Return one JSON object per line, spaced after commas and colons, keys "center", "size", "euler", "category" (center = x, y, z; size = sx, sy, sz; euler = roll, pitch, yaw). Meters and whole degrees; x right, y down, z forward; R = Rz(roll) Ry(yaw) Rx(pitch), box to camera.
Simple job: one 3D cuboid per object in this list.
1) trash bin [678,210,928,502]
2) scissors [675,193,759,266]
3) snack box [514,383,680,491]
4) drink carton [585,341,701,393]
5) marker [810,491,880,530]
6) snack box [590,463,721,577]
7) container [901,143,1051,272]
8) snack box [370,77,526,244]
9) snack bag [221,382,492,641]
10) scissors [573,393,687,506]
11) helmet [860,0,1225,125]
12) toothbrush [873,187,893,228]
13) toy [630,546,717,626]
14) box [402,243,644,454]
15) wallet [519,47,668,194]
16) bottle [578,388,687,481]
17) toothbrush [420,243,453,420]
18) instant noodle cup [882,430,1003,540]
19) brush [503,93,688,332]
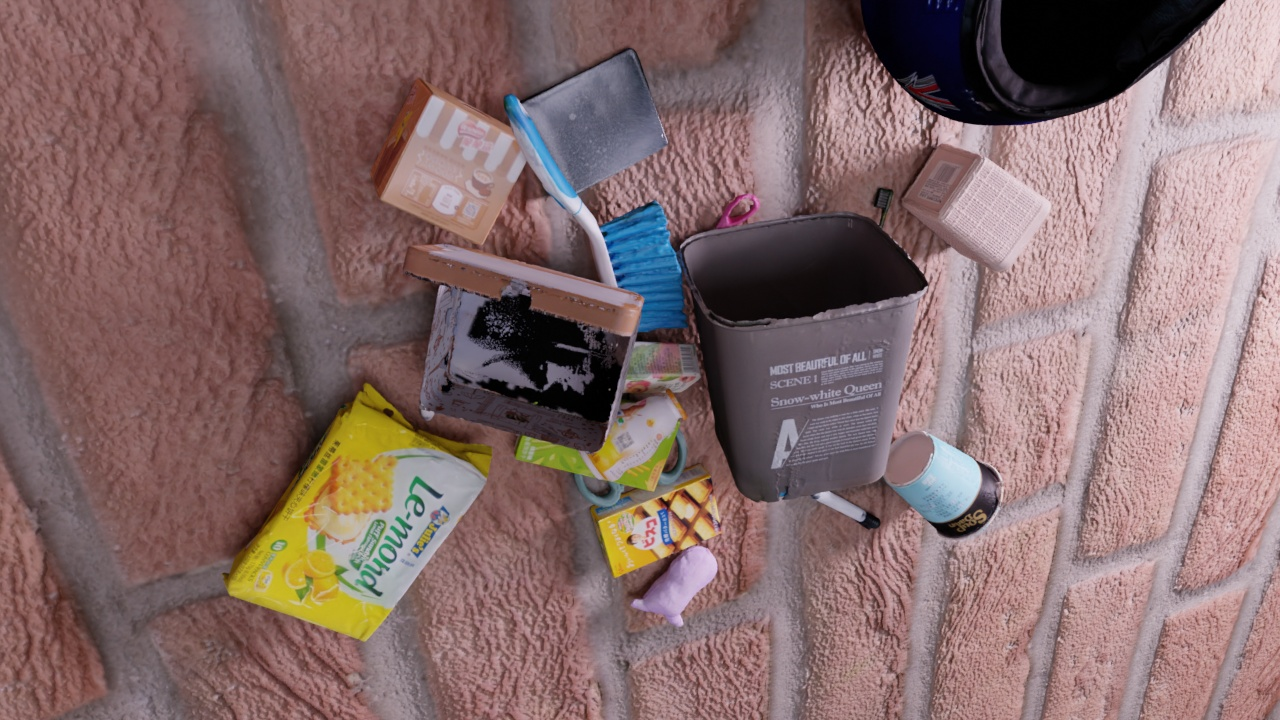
{"center": [0.151, 0.000, 0.885], "size": [0.199, 0.198, 0.220], "euler": [-9, 122, -4], "category": "trash bin"}
{"center": [0.065, -0.123, 0.917], "size": [0.137, 0.017, 0.072], "euler": [-21, 127, -8], "category": "scissors"}
{"center": [-0.044, 0.078, 0.949], "size": [0.156, 0.026, 0.086], "euler": [16, 107, -17], "category": "snack box"}
{"center": [-0.005, 0.005, 0.923], "size": [0.122, 0.054, 0.045], "euler": [1, 71, -26], "category": "drink carton"}
{"center": [0.256, 0.186, 1.154], "size": [0.130, 0.018, 0.023], "euler": [28, 111, -32], "category": "marker"}
{"center": [0.019, 0.182, 1.044], "size": [0.140, 0.033, 0.087], "euler": [-19, 121, -11], "category": "snack box"}
{"center": [0.351, -0.165, 0.973], "size": [0.111, 0.090, 0.090], "euler": [26, 103, -28], "category": "container"}
{"center": [-0.159, -0.166, 0.763], "size": [0.092, 0.077, 0.094], "euler": [23, 105, -30], "category": "snack box"}
{"center": [-0.272, 0.150, 0.883], "size": [0.158, 0.068, 0.247], "euler": [32, 100, -32], "category": "snack bag"}
{"center": [-0.003, 0.076, 0.987], "size": [0.161, 0.019, 0.179], "euler": [-3, 112, -17], "category": "scissors"}
{"center": [0.334, -0.354, 0.770], "size": [0.316, 0.240, 0.247], "euler": [-43, 124, 16], "category": "helmet"}
{"center": [0.238, -0.093, 0.983], "size": [0.017, 0.012, 0.186], "euler": [12, 98, -20], "category": "toothbrush"}
{"center": [0.050, 0.268, 1.096], "size": [0.084, 0.039, 0.108], "euler": [35, 96, -32], "category": "toy"}
{"center": [-0.099, -0.001, 0.775], "size": [0.180, 0.217, 0.158], "euler": [16, 99, 0], "category": "box"}
{"center": [-0.041, -0.212, 0.826], "size": [0.120, 0.019, 0.097], "euler": [-29, 122, -9], "category": "wallet"}
{"center": [-0.007, 0.071, 0.904], "size": [0.108, 0.063, 0.063], "euler": [-32, 123, 0], "category": "bottle"}
{"center": [-0.190, -0.022, 0.860], "size": [0.016, 0.016, 0.180], "euler": [8, 113, -11], "category": "toothbrush"}
{"center": [0.366, 0.146, 1.134], "size": [0.120, 0.111, 0.111], "euler": [35, 99, -25], "category": "instant noodle cup"}
{"center": [-0.029, -0.118, 0.808], "size": [0.109, 0.060, 0.315], "euler": [-18, 143, -3], "category": "brush"}
